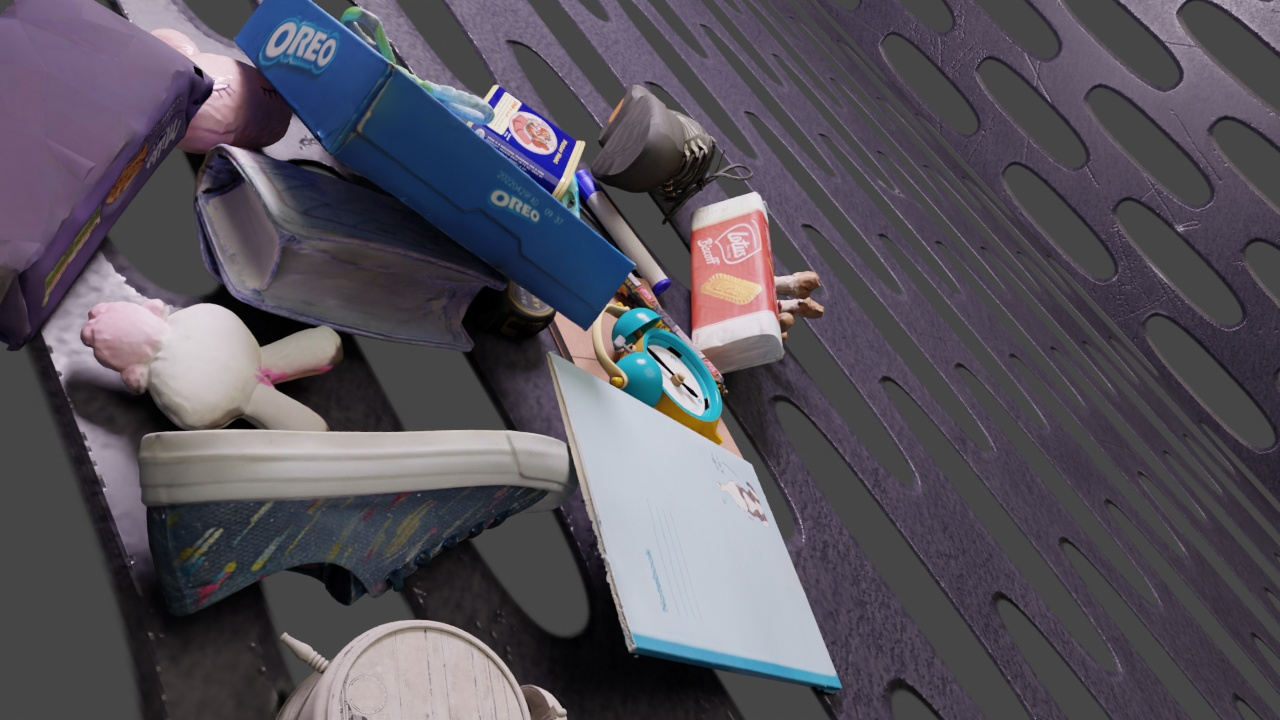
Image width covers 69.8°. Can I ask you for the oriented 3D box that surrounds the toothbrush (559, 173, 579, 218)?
[{"bbox_3d":[-0.061,-0.134,0.817,0.017,0.022,0.135,48,21,-46],"label":"toothbrush"}]

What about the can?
[{"bbox_3d":[-0.106,-0.174,0.777,0.092,0.057,0.116,33,32,-15],"label":"can"}]

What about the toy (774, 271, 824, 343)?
[{"bbox_3d":[0.122,-0.065,0.906,0.106,0.074,0.085,32,1,23],"label":"toy"}]

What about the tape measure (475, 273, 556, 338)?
[{"bbox_3d":[-0.090,-0.044,0.656,0.061,0.034,0.061,17,49,-32],"label":"tape measure"}]

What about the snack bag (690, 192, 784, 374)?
[{"bbox_3d":[0.086,-0.076,0.848,0.224,0.077,0.041,-88,157,-47],"label":"snack bag"}]

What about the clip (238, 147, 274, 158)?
[{"bbox_3d":[-0.237,-0.119,0.580,0.058,0.052,0.026,-20,62,-28],"label":"clip"}]

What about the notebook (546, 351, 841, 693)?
[{"bbox_3d":[0.041,0.109,0.570,0.253,0.009,0.181,32,32,-50],"label":"notebook"}]

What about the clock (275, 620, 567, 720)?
[{"bbox_3d":[-0.076,0.162,0.390,0.156,0.061,0.103,17,40,-35],"label":"clock"}]

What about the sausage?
[{"bbox_3d":[0.018,-0.028,0.758,0.155,0.020,0.020,49,31,10],"label":"sausage"}]

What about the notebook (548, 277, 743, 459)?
[{"bbox_3d":[-0.004,0.004,0.723,0.141,0.008,0.209,8,46,-45],"label":"notebook"}]

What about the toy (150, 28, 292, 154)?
[{"bbox_3d":[-0.280,-0.171,0.575,0.105,0.053,0.108,36,28,1],"label":"toy"}]

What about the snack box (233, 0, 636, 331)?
[{"bbox_3d":[-0.132,-0.130,0.571,0.195,0.056,0.239,35,5,-44],"label":"snack box"}]

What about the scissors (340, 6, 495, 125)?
[{"bbox_3d":[-0.177,-0.208,0.685,0.172,0.023,0.171,22,-6,1],"label":"scissors"}]

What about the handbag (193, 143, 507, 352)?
[{"bbox_3d":[-0.176,-0.067,0.557,0.158,0.069,0.126,11,26,-45],"label":"handbag"}]

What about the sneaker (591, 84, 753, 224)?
[{"bbox_3d":[0.032,-0.189,0.909,0.143,0.101,0.237,33,19,-16],"label":"sneaker"}]

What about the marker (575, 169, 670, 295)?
[{"bbox_3d":[-0.020,-0.119,0.848,0.020,0.020,0.141,-9,59,-54],"label":"marker"}]

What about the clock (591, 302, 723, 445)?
[{"bbox_3d":[0.014,0.010,0.687,0.129,0.044,0.099,37,30,-25],"label":"clock"}]

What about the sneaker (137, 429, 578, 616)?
[{"bbox_3d":[-0.116,0.075,0.443,0.235,0.088,0.079,8,77,-51],"label":"sneaker"}]

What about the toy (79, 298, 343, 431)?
[{"bbox_3d":[-0.209,0.004,0.455,0.122,0.038,0.079,23,48,-32],"label":"toy"}]

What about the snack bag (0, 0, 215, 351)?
[{"bbox_3d":[-0.290,-0.106,0.441,0.096,0.059,0.204,28,47,-22],"label":"snack bag"}]
